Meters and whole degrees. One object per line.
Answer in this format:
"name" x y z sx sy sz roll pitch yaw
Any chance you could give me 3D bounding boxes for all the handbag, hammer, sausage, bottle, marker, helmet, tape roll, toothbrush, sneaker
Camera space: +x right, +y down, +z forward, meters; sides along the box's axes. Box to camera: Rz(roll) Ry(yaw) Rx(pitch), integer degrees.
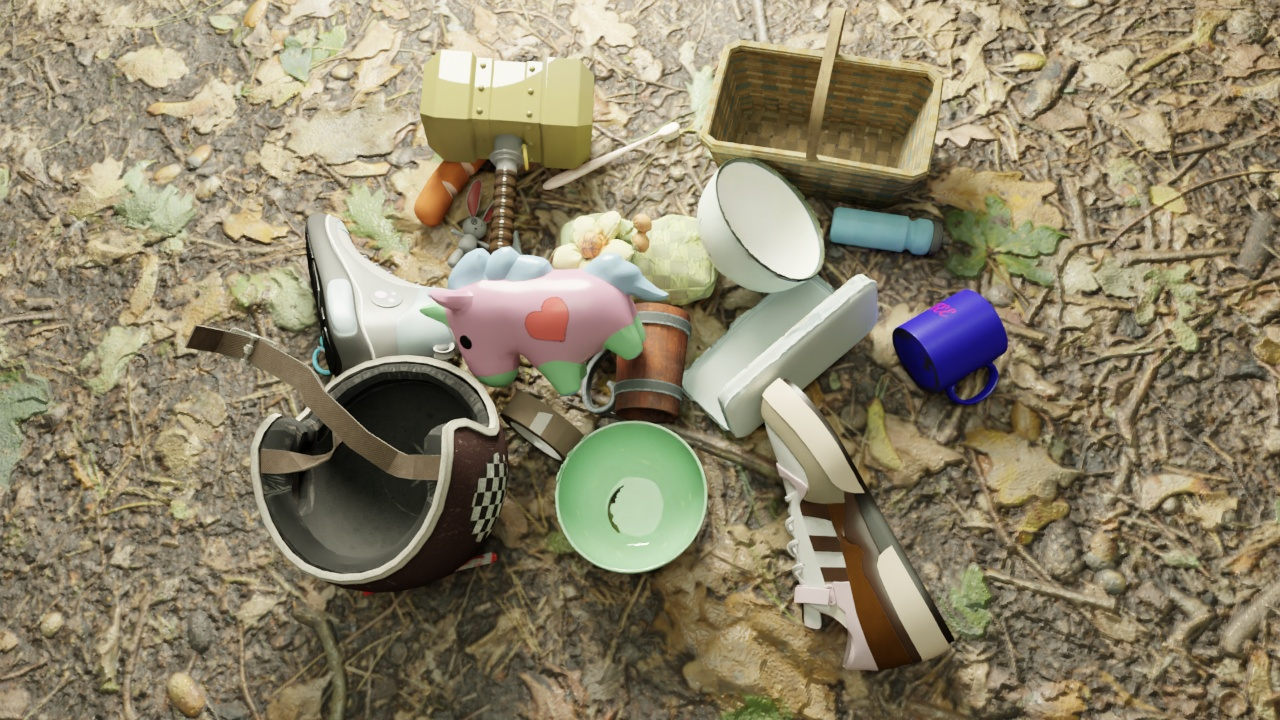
"handbag" -0.006 -0.117 1.003 0.186 0.117 0.113 -8 69 2
"hammer" -0.153 -0.171 1.024 0.190 0.101 0.324 3 75 -4
"sausage" -0.218 -0.232 1.110 0.044 0.039 0.164 31 74 13
"bottle" 0.280 -0.143 1.028 0.130 0.040 0.040 10 70 9
"marker" -0.217 0.220 0.946 0.142 0.013 0.012 -14 68 0
"helmet" -0.248 0.099 0.866 0.233 0.253 0.233 1 85 11
"tape roll" -0.099 0.072 0.950 0.094 0.094 0.030 32 74 16
"toothbrush" -0.035 -0.245 1.113 0.181 0.018 0.015 -24 67 -2
"sneaker" -0.283 -0.083 1.025 0.160 0.093 0.256 -7 43 -19
"sneaker" 0.173 0.163 0.886 0.116 0.111 0.293 -30 81 7

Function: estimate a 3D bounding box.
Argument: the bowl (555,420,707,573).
"bowl" -0.007 0.143 0.922 0.151 0.077 0.150 -2 68 4

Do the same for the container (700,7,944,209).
"container" 0.200 -0.278 1.009 0.250 0.186 0.157 12 70 10

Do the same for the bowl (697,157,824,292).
"bowl" 0.119 -0.136 0.986 0.153 0.073 0.153 21 52 -30

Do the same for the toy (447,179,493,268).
"toy" -0.196 -0.156 1.083 0.049 0.030 0.111 23 73 -17

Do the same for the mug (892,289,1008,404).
"mug" 0.328 -0.006 0.956 0.083 0.079 0.111 -29 97 -6

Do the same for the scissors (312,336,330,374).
"scissors" -0.315 0.012 1.038 0.136 0.015 0.055 29 73 18

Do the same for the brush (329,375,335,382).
"brush" -0.331 0.079 0.994 0.059 0.043 0.195 18 74 11

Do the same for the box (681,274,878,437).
"box" 0.144 -0.020 0.958 0.210 0.106 0.130 -44 68 -12

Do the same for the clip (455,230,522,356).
"clip" -0.166 -0.057 1.043 0.164 0.031 0.169 -29 68 -8

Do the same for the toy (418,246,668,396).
"toy" -0.094 -0.053 0.910 0.222 0.120 0.171 -31 102 13

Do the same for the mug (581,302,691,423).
"mug" -0.006 0.006 0.982 0.117 0.081 0.111 -3 71 23
